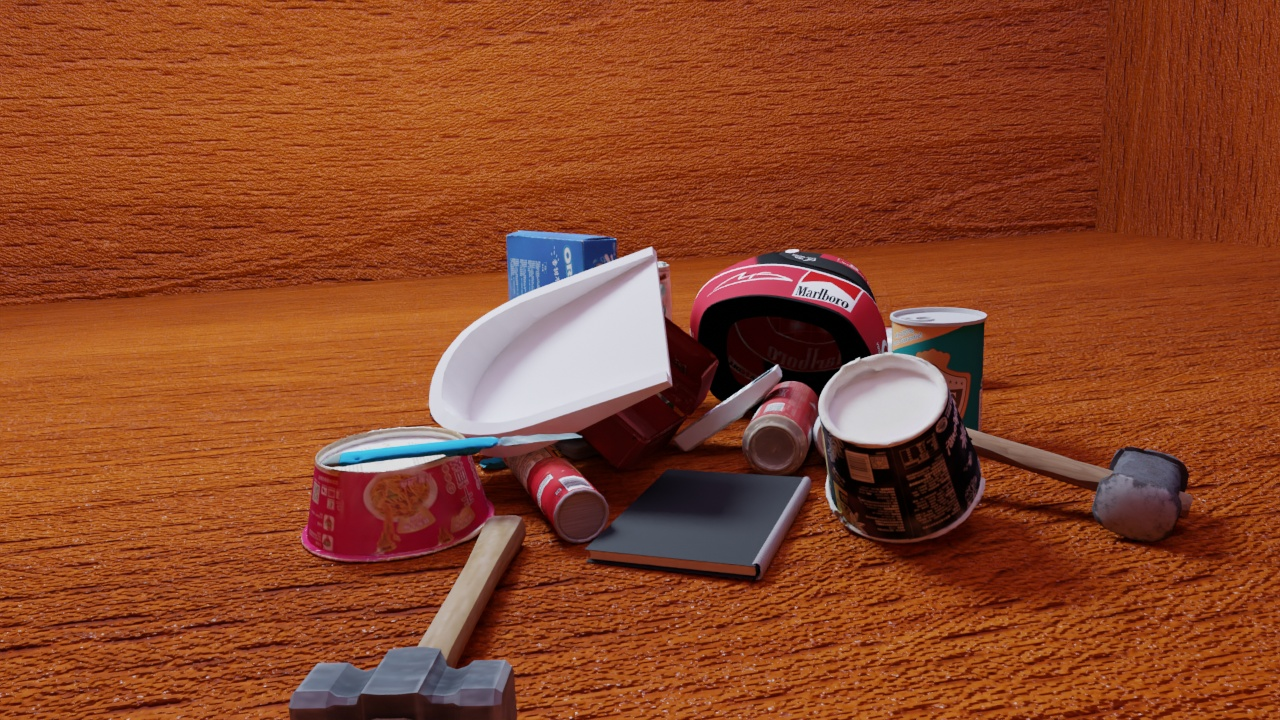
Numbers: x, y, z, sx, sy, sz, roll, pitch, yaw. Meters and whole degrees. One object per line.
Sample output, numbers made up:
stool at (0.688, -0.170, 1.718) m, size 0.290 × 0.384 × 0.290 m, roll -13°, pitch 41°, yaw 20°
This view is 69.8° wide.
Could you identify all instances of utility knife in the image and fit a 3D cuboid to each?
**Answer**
utility knife at (-0.164, 0.077, 0.809) m, size 0.225 × 0.015 × 0.031 m, roll -7°, pitch 15°, yaw -4°

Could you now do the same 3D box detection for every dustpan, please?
dustpan at (-0.099, -0.006, 0.932) m, size 0.258 × 0.053 × 0.191 m, roll -27°, pitch 42°, yaw 21°

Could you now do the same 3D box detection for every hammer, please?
hammer at (0.319, 0.079, 0.841) m, size 0.329 × 0.052 × 0.097 m, roll 17°, pitch 22°, yaw 31°
hammer at (-0.125, 0.175, 0.646) m, size 0.117 × 0.051 × 0.322 m, roll -2°, pitch 10°, yaw 3°

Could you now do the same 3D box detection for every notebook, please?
notebook at (0.061, 0.141, 0.826) m, size 0.149 × 0.016 × 0.206 m, roll 1°, pitch 13°, yaw 22°

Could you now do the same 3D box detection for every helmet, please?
helmet at (0.199, -0.041, 1.191) m, size 0.271 × 0.198 × 0.224 m, roll 4°, pitch 22°, yaw 29°

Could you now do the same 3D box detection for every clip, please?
clip at (-0.131, 0.095, 1.028) m, size 0.130 × 0.121 × 0.031 m, roll 8°, pitch 3°, yaw -32°

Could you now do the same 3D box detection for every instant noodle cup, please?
instant noodle cup at (0.214, 0.067, 0.775) m, size 0.137 × 0.112 × 0.137 m, roll -15°, pitch 40°, yaw 13°
instant noodle cup at (-0.229, 0.116, 0.859) m, size 0.178 × 0.078 × 0.178 m, roll -3°, pitch 12°, yaw 0°

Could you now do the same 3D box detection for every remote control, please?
remote control at (0.100, 0.057, 1.026) m, size 0.143 × 0.024 × 0.049 m, roll -36°, pitch -2°, yaw 13°
remote control at (-0.034, 0.085, 1.090) m, size 0.150 × 0.019 × 0.074 m, roll -11°, pitch 15°, yaw -34°

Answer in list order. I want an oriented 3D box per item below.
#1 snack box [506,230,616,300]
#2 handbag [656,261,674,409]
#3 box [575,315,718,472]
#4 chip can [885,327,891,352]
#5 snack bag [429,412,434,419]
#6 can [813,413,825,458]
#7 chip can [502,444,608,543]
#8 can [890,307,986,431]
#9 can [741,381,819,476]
snack box at (-0.103, -0.046, 1.192) m, size 0.056 × 0.239 × 0.196 m, roll -8°, pitch 13°, yaw -35°
handbag at (-0.015, -0.032, 1.211) m, size 0.096 × 0.198 × 0.142 m, roll -12°, pitch 16°, yaw -41°
box at (-0.024, 0.031, 1.021) m, size 0.157 × 0.156 × 0.147 m, roll 38°, pitch -15°, yaw 14°
chip can at (0.367, -0.013, 1.329) m, size 0.073 × 0.073 × 0.233 m, roll -13°, pitch 15°, yaw -39°
snack bag at (-0.216, 0.021, 1.216) m, size 0.075 × 0.018 × 0.155 m, roll 13°, pitch 61°, yaw 54°
can at (0.229, 0.066, 0.995) m, size 0.072 × 0.072 × 0.128 m, roll 1°, pitch 13°, yaw 17°
chip can at (-0.088, 0.115, 0.891) m, size 0.051 × 0.052 × 0.215 m, roll -7°, pitch 13°, yaw -19°
can at (0.325, 0.021, 1.008) m, size 0.099 × 0.144 × 0.099 m, roll -3°, pitch 12°, yaw 0°
can at (0.157, 0.071, 1.000) m, size 0.067 × 0.067 × 0.169 m, roll 1°, pitch 13°, yaw 17°
